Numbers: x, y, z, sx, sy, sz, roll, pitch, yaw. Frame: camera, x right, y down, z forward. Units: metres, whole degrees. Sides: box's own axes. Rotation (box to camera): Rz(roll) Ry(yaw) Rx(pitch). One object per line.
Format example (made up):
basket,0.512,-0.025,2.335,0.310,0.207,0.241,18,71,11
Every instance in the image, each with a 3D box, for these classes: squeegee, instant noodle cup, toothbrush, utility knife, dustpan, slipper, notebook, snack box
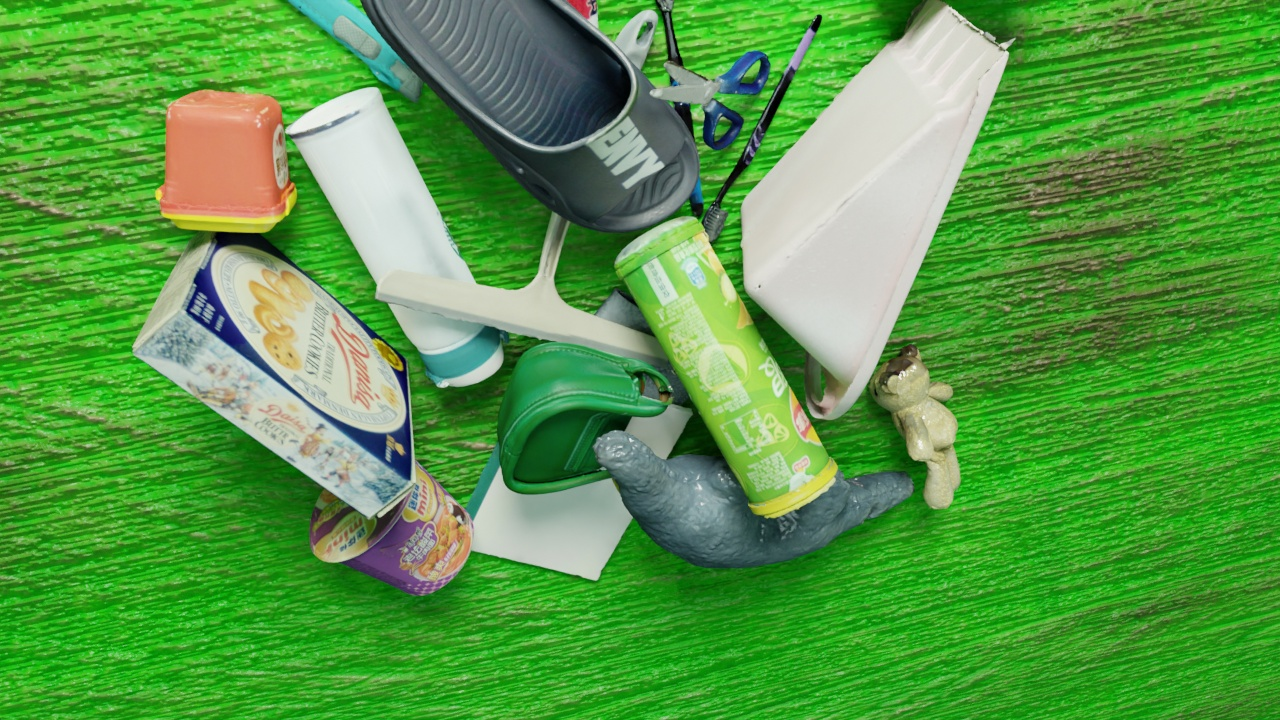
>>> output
squeegee,-0.043,-0.134,0.669,0.246,0.039,0.247,13,105,-33
instant noodle cup,-0.199,0.137,0.764,0.112,0.111,0.099,-36,129,9
toothbrush,0.030,-0.191,0.672,0.014,0.016,0.190,-13,122,-3
toothbrush,0.091,-0.171,0.696,0.014,0.017,0.189,6,120,-45
utility knife,-0.207,-0.229,0.601,0.161,0.013,0.029,36,105,-27
dustpan,0.172,-0.097,0.647,0.139,0.222,0.274,38,119,-15
slipper,-0.055,-0.159,0.567,0.111,0.083,0.268,-47,128,8
notebook,-0.064,0.107,0.816,0.150,0.012,0.210,18,119,-21
snack box,-0.271,-0.132,0.601,0.082,0.091,0.080,0,113,-13
snack box,-0.236,-0.002,0.628,0.046,0.177,0.182,-41,120,8

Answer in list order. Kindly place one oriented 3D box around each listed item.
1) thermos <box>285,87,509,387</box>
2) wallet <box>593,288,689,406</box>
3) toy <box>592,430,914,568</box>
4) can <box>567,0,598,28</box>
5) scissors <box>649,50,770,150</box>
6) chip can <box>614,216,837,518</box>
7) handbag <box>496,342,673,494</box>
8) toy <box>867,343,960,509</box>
thermos,-0.165,-0.080,0.666,0.073,0.073,0.224,-22,122,1
wallet,-0.005,0.005,0.777,0.120,0.019,0.097,31,111,-27
toy,0.092,0.121,0.783,0.355,0.091,0.138,9,133,-33
can,-0.057,-0.265,0.589,0.053,0.053,0.133,-7,121,-8
scissors,0.052,-0.187,0.612,0.012,0.173,0.128,35,84,16
chip can,0.061,0.003,0.667,0.072,0.072,0.221,-29,94,5
handbag,-0.048,0.049,0.713,0.120,0.067,0.132,5,139,-20
toy,0.255,0.064,0.833,0.066,0.104,0.157,-6,118,43
